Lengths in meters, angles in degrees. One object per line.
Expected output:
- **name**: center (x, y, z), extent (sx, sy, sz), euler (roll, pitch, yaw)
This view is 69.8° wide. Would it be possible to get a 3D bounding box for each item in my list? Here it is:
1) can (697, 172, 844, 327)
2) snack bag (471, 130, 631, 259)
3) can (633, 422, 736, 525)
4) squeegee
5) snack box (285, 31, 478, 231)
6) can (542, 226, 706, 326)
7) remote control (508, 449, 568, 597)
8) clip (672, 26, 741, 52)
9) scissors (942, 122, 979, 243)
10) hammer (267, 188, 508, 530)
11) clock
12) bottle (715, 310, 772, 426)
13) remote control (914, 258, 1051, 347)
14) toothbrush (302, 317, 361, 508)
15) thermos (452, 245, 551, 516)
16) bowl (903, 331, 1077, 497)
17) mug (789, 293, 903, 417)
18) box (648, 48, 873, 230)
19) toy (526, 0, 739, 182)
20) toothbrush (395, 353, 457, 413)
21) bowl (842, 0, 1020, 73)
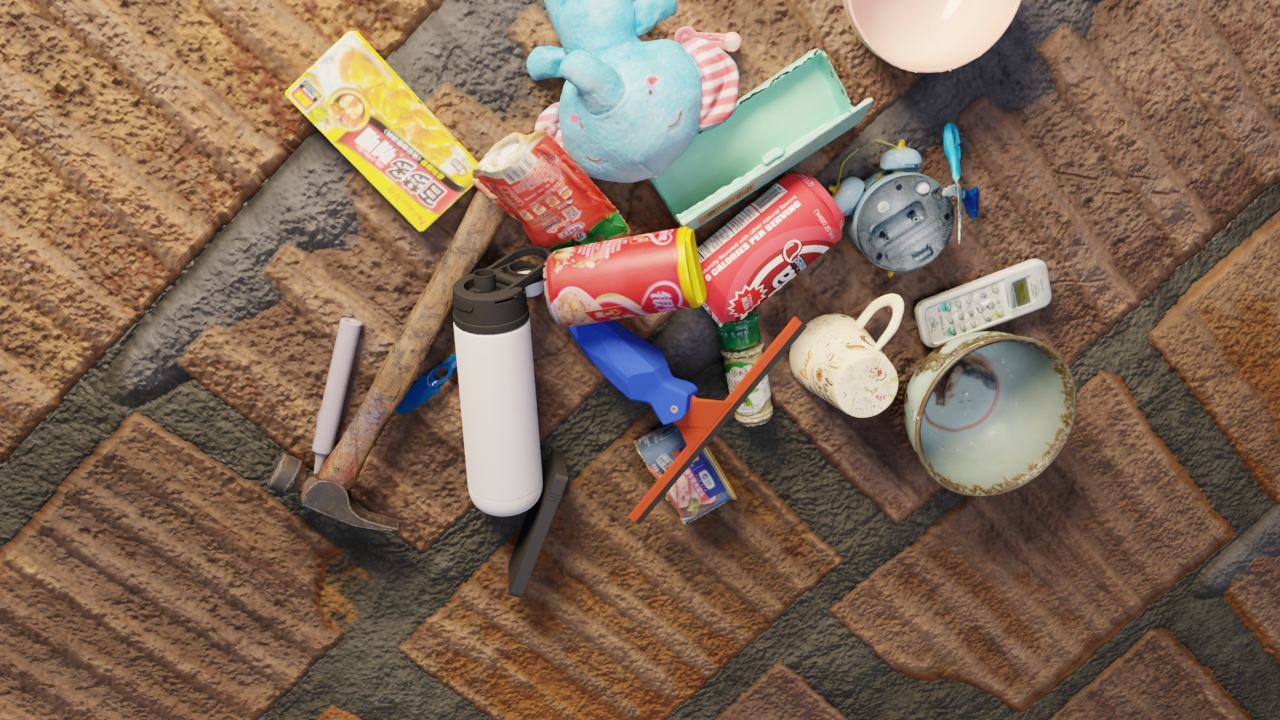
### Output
- **can**: center (0.107, -0.098, 0.811), extent (0.142, 0.074, 0.074), euler (-39, 110, 5)
- **snack bag**: center (-0.068, -0.123, 0.775), extent (0.087, 0.044, 0.155), euler (-21, 134, 25)
- **can**: center (0.043, 0.105, 0.884), extent (0.059, 0.054, 0.100), euler (-31, 110, 4)
- **squeegee**: center (-0.005, 0.005, 0.811), extent (0.185, 0.055, 0.250), euler (42, 115, 11)
- **snack box**: center (-0.207, -0.186, 0.756), extent (0.075, 0.025, 0.152), euler (-41, 110, 6)
- **can**: center (-0.012, -0.069, 0.765), extent (0.124, 0.066, 0.067), euler (-8, 111, 14)
- **remote control**: center (-0.099, 0.155, 0.876), extent (0.013, 0.058, 0.133), euler (17, 107, -15)
- **clip**: center (0.057, -0.271, 0.775), extent (0.060, 0.043, 0.023), euler (7, 107, 17)
- **scissors**: center (0.287, -0.147, 0.816), extent (0.014, 0.129, 0.117), euler (-14, 140, 31)
- **hammer**: center (-0.195, -0.004, 0.807), extent (0.120, 0.033, 0.330), euler (29, 97, -20)
- **clock**: center (0.225, -0.139, 0.827), extent (0.089, 0.051, 0.124), euler (-33, 109, 8)
- **bottle**: center (0.099, 0.008, 0.866), extent (0.042, 0.042, 0.110), euler (-14, 112, -4)
- **remote control**: center (0.331, -0.056, 0.890), extent (0.133, 0.022, 0.050), euler (-20, 111, -2)
- **toothbrush**: center (-0.282, 0.051, 0.831), extent (0.019, 0.018, 0.188), euler (13, 106, -15)
- **thermos**: center (-0.115, 0.021, 0.815), extent (0.101, 0.069, 0.230), euler (-31, 132, -43)
- **bowl**: center (0.320, 0.039, 0.883), extent (0.160, 0.094, 0.160), euler (-3, 109, -8)
- **mug**: center (0.203, -0.008, 0.846), extent (0.081, 0.097, 0.122), euler (32, 101, -18)
- **box**: center (0.102, -0.179, 0.774), extent (0.188, 0.091, 0.077), euler (-32, 112, 3)
- **toy**: center (-0.023, -0.228, 0.726), extent (0.184, 0.114, 0.181), euler (-17, 108, 25)
- **toothbrush**: center (-0.174, 0.006, 0.834), extent (0.132, 0.016, 0.021), euler (-40, 98, 6)
- **bowl**: center (0.229, -0.314, 0.755), extent (0.153, 0.076, 0.153), euler (-3, 109, -9)
